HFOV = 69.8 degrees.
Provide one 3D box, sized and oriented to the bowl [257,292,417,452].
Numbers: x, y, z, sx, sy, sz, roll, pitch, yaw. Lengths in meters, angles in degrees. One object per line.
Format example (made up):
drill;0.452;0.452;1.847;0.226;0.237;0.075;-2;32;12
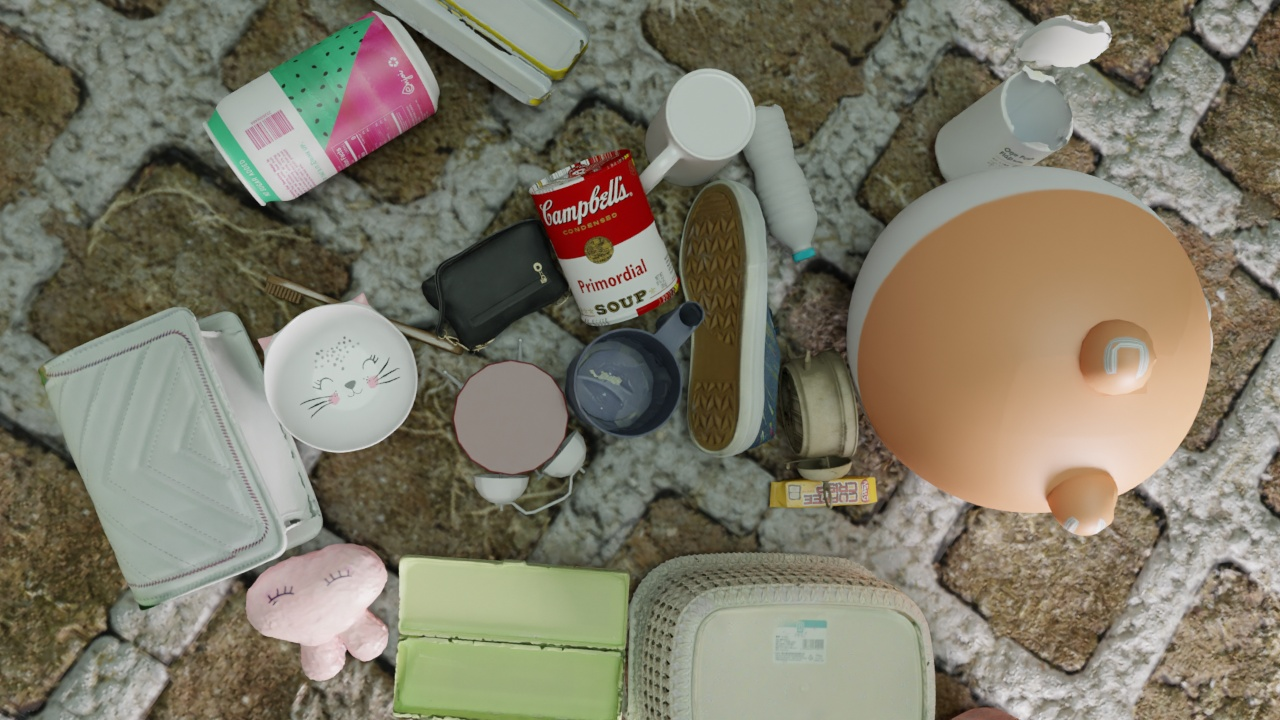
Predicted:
bowl;-0.235;0.014;0.730;0.114;0.051;0.114;0;89;-12

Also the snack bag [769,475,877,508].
snack bag;0.163;0.117;0.812;0.099;0.020;0.026;-1;89;-10

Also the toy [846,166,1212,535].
toy;0.300;-0.009;0.707;0.266;0.280;0.263;-2;119;1

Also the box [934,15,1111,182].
box;0.325;-0.213;0.783;0.084;0.166;0.094;17;74;-14

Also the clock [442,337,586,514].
clock;-0.103;0.057;0.754;0.096;0.048;0.137;-24;92;-10

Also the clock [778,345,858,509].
clock;0.148;0.058;0.779;0.054;0.093;0.141;-8;95;-4

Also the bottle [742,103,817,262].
bottle;0.123;-0.153;0.803;0.044;0.044;0.136;-19;91;-10

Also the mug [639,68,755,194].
mug;0.035;-0.179;0.765;0.074;0.090;0.110;45;81;-5

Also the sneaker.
sneaker;0.088;-0.036;0.780;0.079;0.088;0.235;5;82;-42

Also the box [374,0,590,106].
box;-0.149;-0.294;0.753;0.209;0.046;0.127;34;51;-7

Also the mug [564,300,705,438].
mug;-0.004;0.004;0.745;0.084;0.104;0.124;42;81;-6

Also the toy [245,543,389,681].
toy;-0.247;0.199;0.725;0.108;0.053;0.105;-23;107;-11

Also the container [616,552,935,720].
container;0.113;0.248;0.736;0.251;0.143;0.184;3;79;-10

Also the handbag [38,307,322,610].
handbag;-0.344;0.072;0.691;0.142;0.096;0.198;-21;92;4

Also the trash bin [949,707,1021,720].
trash bin;0.290;0.395;0.703;0.181;0.260;0.157;-24;90;-10

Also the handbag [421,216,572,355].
handbag;-0.116;-0.061;0.755;0.128;0.054;0.079;-34;98;-12

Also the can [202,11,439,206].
can;-0.246;-0.196;0.718;0.165;0.088;0.088;-35;94;-9

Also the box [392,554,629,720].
box;-0.103;0.225;0.737;0.187;0.030;0.138;2;92;3

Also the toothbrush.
toothbrush;-0.226;-0.035;0.753;0.167;0.016;0.016;20;84;-8

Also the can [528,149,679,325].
can;-0.027;-0.098;0.738;0.086;0.086;0.116;-26;111;-10
